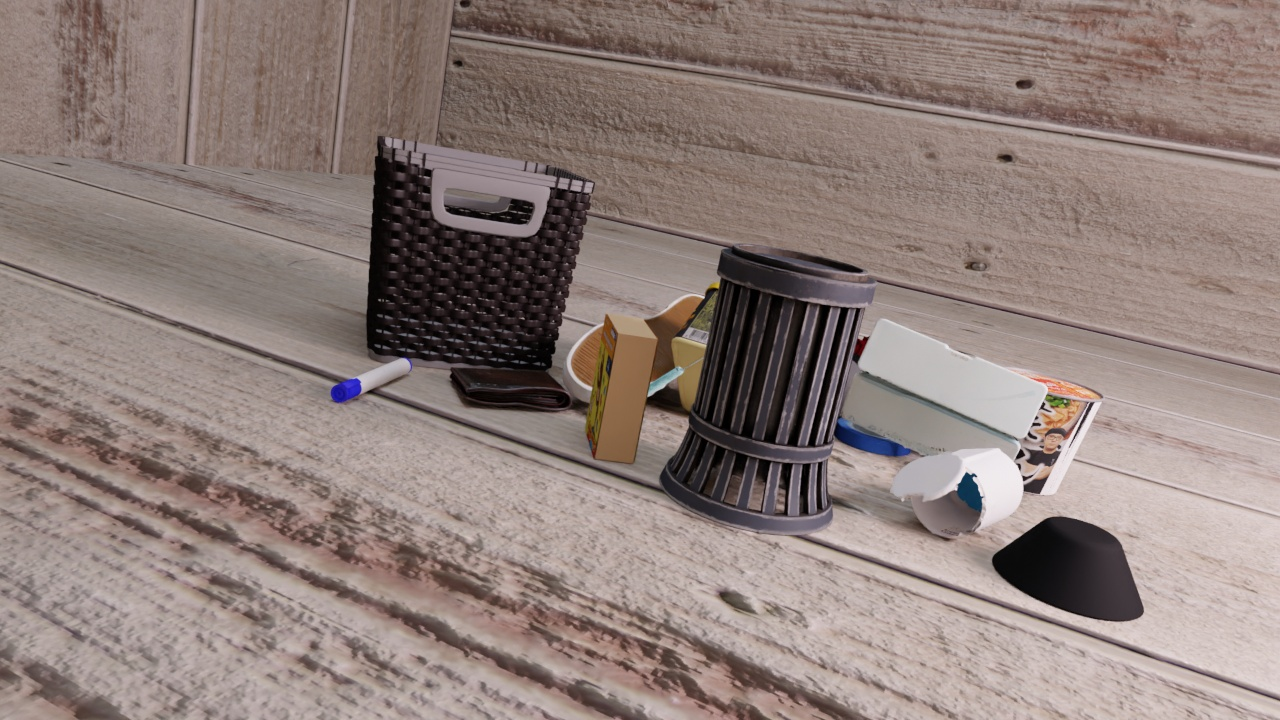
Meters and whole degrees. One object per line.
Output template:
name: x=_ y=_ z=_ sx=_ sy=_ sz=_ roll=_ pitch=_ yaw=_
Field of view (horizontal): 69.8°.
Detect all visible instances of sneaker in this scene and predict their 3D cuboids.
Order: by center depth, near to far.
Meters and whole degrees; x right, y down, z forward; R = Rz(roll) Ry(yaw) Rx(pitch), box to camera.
sneaker: x=-0.007 y=0.007 z=1.138 sx=0.120 sy=0.128 sz=0.293 roll=44 pitch=35 yaw=16

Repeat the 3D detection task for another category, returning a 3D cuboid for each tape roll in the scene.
tape roll: x=0.285 y=0.092 z=1.119 sx=0.091 sy=0.016 sz=0.092 roll=18 pitch=15 yaw=27

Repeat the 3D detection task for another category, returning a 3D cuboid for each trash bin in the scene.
trash bin: x=0.120 y=0.018 z=0.835 sx=0.164 sy=0.228 sz=0.164 roll=10 pitch=14 yaw=-3

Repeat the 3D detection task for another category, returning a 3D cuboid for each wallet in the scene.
wallet: x=-0.145 y=0.027 z=1.022 sx=0.119 sy=0.031 sz=0.099 roll=4 pitch=12 yaw=-22

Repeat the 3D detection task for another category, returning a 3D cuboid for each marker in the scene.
marker: x=-0.280 y=0.018 z=0.966 sx=0.020 sy=0.020 sz=0.141 roll=13 pitch=14 yaw=10

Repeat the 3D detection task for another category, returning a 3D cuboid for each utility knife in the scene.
utility knife: x=0.027 y=0.019 z=0.993 sx=0.168 sy=0.015 sz=0.022 roll=-32 pitch=2 yaw=7

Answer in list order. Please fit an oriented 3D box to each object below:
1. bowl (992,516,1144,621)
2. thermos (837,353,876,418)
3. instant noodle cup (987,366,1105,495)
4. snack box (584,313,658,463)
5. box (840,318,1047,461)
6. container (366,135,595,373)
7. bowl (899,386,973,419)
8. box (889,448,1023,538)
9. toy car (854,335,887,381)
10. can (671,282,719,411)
bowl: x=0.375 y=0.169 z=0.793 sx=0.124 sy=0.052 sz=0.124 roll=10 pitch=13 yaw=-3
thermos: x=0.210 y=0.040 z=1.131 sx=0.082 sy=0.082 sz=0.239 roll=19 pitch=16 yaw=32
instant noodle cup: x=0.453 y=0.083 z=1.062 sx=0.123 sy=0.122 sz=0.123 roll=10 pitch=14 yaw=-3
snack box: x=-0.021 y=0.026 z=0.912 sx=0.040 sy=0.126 sz=0.088 roll=8 pitch=14 yaw=-11
box: x=0.335 y=0.047 z=1.032 sx=0.197 sy=0.136 sz=0.043 roll=27 pitch=20 yaw=23
container: x=-0.219 y=-0.134 z=1.162 sx=0.247 sy=0.244 sz=0.245 roll=6 pitch=14 yaw=-18
bowl: x=0.361 y=0.058 z=1.130 sx=0.115 sy=0.059 sz=0.115 roll=5 pitch=26 yaw=-3
box: x=0.293 y=0.120 z=0.860 sx=0.081 sy=0.092 sz=0.160 roll=-3 pitch=3 yaw=42
toy car: x=0.351 y=0.004 z=1.417 sx=0.062 sy=0.070 sz=0.169 roll=22 pitch=13 yaw=-4
can: x=0.093 y=-0.007 z=1.074 sx=0.073 sy=0.131 sz=0.100 roll=18 pitch=52 yaw=27
